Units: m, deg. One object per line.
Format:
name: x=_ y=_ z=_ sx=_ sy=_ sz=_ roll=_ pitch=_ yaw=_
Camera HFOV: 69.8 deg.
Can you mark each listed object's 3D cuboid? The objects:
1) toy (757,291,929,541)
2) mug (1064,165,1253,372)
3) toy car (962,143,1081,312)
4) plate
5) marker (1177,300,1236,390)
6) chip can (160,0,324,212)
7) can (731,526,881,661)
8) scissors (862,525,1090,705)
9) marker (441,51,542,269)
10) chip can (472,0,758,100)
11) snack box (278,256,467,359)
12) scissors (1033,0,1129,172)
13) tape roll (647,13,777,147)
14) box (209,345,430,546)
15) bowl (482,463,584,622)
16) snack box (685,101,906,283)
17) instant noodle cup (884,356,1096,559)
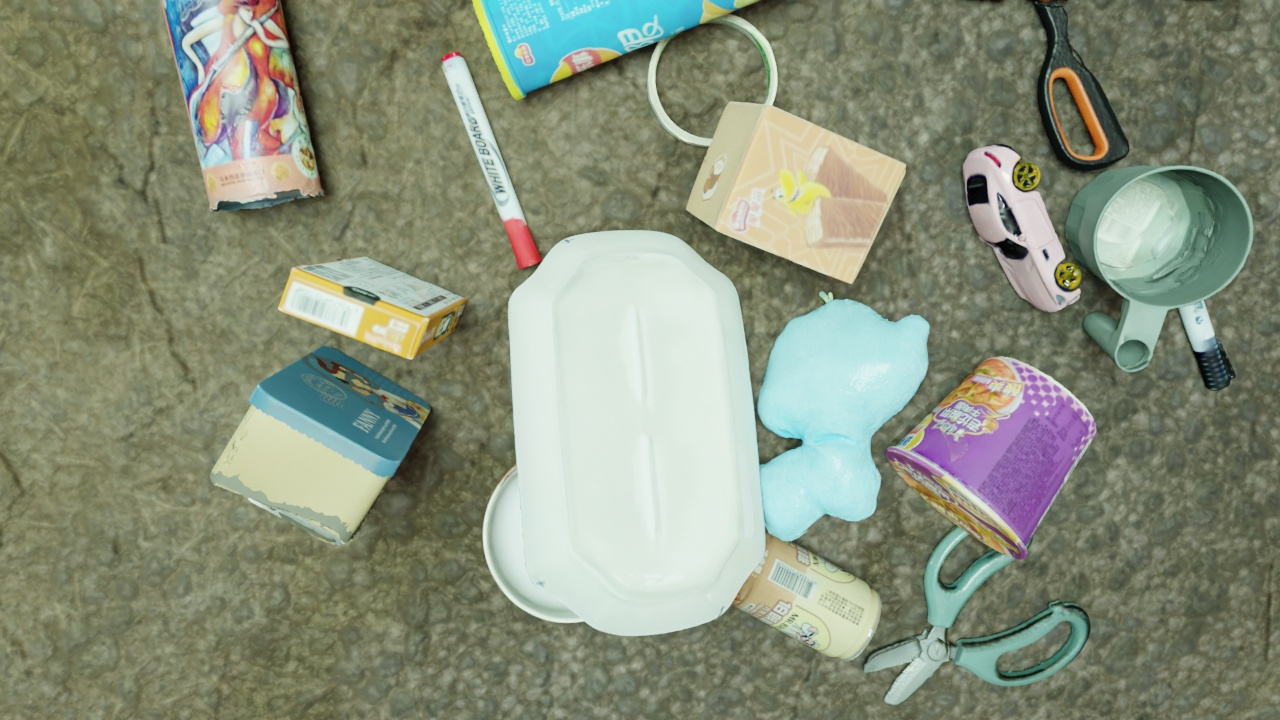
toy: x=0.123 y=0.031 z=0.613 sx=0.162 sy=0.049 sz=0.156 roll=-22 pitch=74 yaw=24
mug: x=0.317 y=-0.064 z=0.587 sx=0.084 sy=0.103 sz=0.124 roll=14 pitch=107 yaw=10
toy car: x=0.249 y=-0.086 z=0.610 sx=0.037 sy=0.056 sz=0.122 roll=-28 pitch=99 yaw=-3
plate: x=0.001 y=0.040 z=0.586 sx=0.162 sy=0.034 sz=0.265 roll=-2 pitch=81 yaw=-11
marker: x=0.387 y=-0.040 z=0.643 sx=0.022 sy=0.018 sz=0.131 roll=-25 pitch=99 yaw=-8
chip can: x=-0.251 y=-0.202 z=0.559 sx=0.071 sy=0.071 sz=0.215 roll=-10 pitch=100 yaw=-2
can: x=0.103 y=0.157 z=0.636 sx=0.116 sy=0.058 sz=0.058 roll=29 pitch=96 yaw=-7
scissors: x=0.252 y=0.202 z=0.671 sx=0.172 sy=0.019 sz=0.177 roll=35 pitch=94 yaw=-8
marker: x=-0.098 y=-0.131 z=0.605 sx=0.017 sy=0.017 sz=0.145 roll=-20 pitch=99 yaw=0
chip can: x=0.006 y=-0.232 z=0.562 sx=0.210 sy=0.071 sz=0.071 roll=-21 pitch=99 yaw=3
snack box: x=-0.152 y=-0.035 z=0.547 sx=0.075 sy=0.153 sz=0.026 roll=22 pitch=96 yaw=-6
scissors: x=0.286 y=-0.235 z=0.610 sx=0.233 sy=0.021 sz=0.221 roll=-7 pitch=94 yaw=-2
tape roll: x=0.047 y=-0.185 z=0.606 sx=0.086 sy=0.014 sz=0.086 roll=0 pitch=99 yaw=-3
box: x=-0.183 y=0.046 z=0.543 sx=0.090 sy=0.184 sz=0.062 roll=31 pitch=92 yaw=-12
bowl: x=-0.049 y=0.114 z=0.614 sx=0.113 sy=0.062 sz=0.113 roll=2 pitch=80 yaw=-9
snack box: x=0.092 y=-0.107 z=0.571 sx=0.094 sy=0.092 sz=0.077 roll=19 pitch=103 yaw=-14
instant noodle cup: x=0.236 y=0.059 z=0.610 sx=0.111 sy=0.111 sz=0.099 roll=40 pitch=85 yaw=-8
